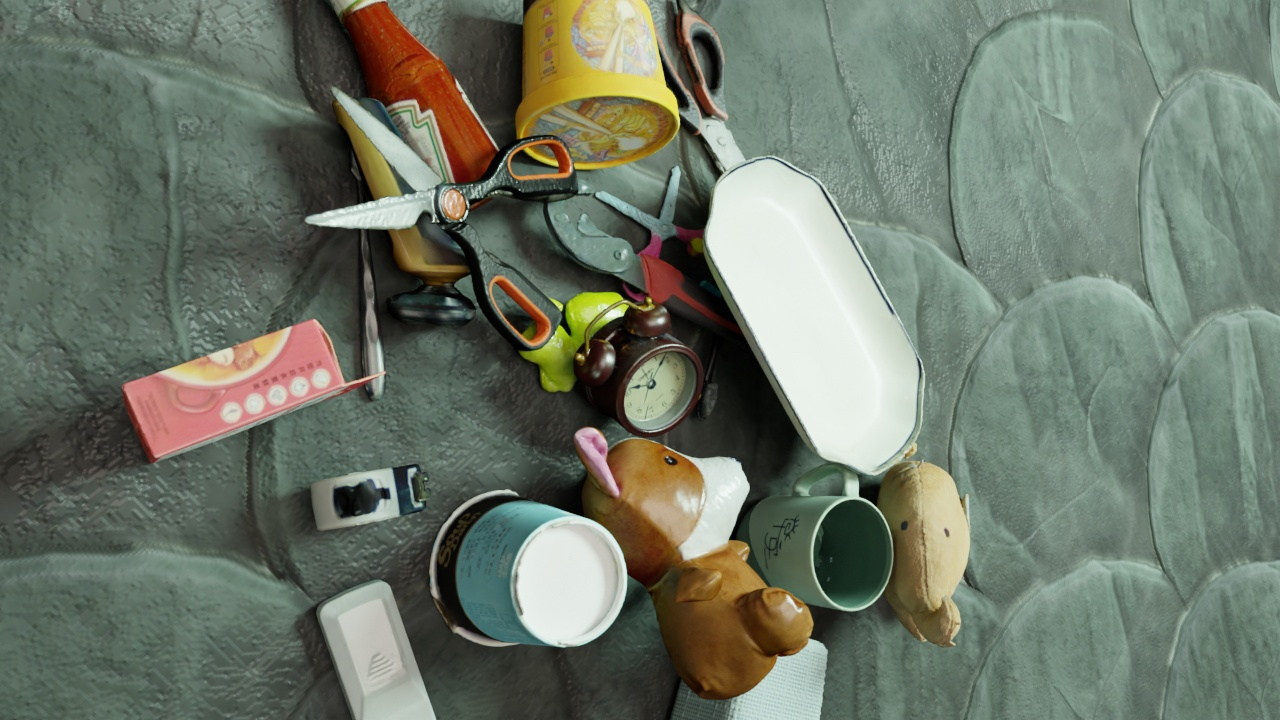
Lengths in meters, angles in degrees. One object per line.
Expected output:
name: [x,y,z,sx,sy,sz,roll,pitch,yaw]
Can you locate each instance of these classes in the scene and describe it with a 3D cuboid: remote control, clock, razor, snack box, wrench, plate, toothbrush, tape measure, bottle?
remote control: [-0.169,0.209,0.599,0.049,0.024,0.125,-20,95,-29]
clock: [-0.004,0.004,0.666,0.082,0.055,0.122,-39,131,-10]
razor: [-0.161,-0.096,0.614,0.067,0.062,0.167,-25,101,-11]
snack box: [-0.228,0.016,0.538,0.126,0.113,0.044,-23,94,-30]
wrench: [0.040,-0.052,0.719,0.273,0.016,0.056,32,74,-17]
plate: [0.134,-0.034,0.733,0.161,0.034,0.265,-33,94,-38]
toothbrush: [-0.186,-0.063,0.627,0.015,0.018,0.181,-3,87,-32]
tape measure: [-0.175,0.087,0.586,0.065,0.066,0.033,-8,83,-32]
toothbrush: [0.070,-0.043,0.745,0.014,0.017,0.189,15,83,-18]
bottle: [-0.164,-0.197,0.631,0.059,0.060,0.206,-36,101,-27]

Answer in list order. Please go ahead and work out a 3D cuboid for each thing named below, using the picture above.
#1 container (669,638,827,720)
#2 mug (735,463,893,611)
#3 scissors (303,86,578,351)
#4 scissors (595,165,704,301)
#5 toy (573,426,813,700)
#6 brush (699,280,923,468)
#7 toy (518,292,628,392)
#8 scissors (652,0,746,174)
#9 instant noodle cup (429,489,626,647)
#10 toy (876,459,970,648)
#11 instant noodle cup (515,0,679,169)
container: [0.081,0.259,0.698,0.090,0.090,0.111,23,70,-25]
mug: [0.136,0.136,0.729,0.082,0.106,0.111,22,74,-24]
scissors: [-0.110,-0.097,0.596,0.227,0.022,0.221,-53,131,-38]
scissors: [0.021,-0.100,0.743,0.133,0.017,0.134,26,67,-16]
toy: [0.034,0.126,0.631,0.130,0.140,0.199,-42,70,-8]
brush: [0.147,0.009,0.792,0.254,0.046,0.083,32,81,-17]
toy: [-0.040,-0.017,0.692,0.100,0.031,0.097,-42,115,-20]
scissors: [0.067,-0.208,0.784,0.204,0.015,0.198,18,75,-26]
instant noodle cup: [-0.070,0.142,0.606,0.111,0.121,0.111,4,82,-29]
toy: [0.228,0.152,0.741,0.225,0.083,0.143,-7,85,-71]
instant noodle cup: [-0.036,-0.217,0.676,0.118,0.119,0.114,1,75,-29]
